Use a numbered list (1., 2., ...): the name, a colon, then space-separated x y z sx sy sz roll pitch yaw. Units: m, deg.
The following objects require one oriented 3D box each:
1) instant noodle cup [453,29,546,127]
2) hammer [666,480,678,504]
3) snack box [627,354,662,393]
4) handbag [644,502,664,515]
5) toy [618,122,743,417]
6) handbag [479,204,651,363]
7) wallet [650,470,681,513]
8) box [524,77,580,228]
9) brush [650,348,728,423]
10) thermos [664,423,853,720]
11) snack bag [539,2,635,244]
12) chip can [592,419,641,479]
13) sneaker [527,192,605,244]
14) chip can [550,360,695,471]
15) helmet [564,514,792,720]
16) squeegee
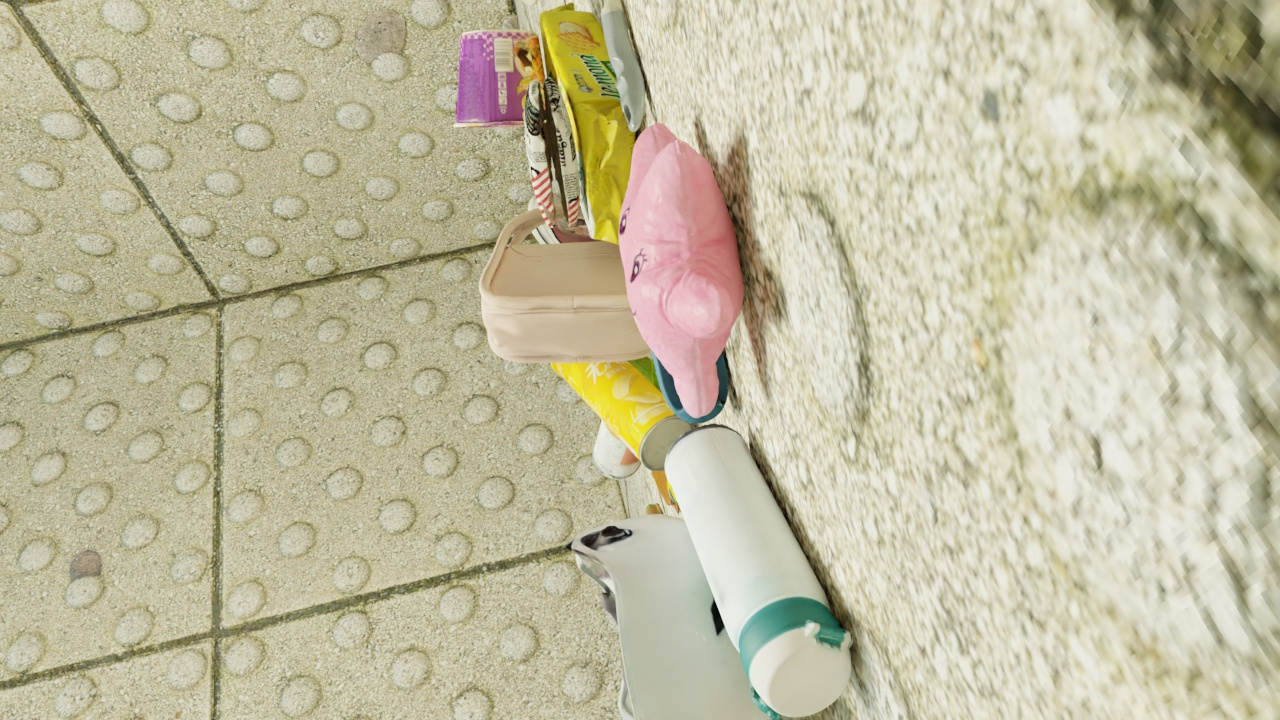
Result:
1. instant noodle cup: -0.150 -0.303 0.994 0.111 0.111 0.099 -124 31 -76
2. hammer: 0.061 0.151 0.952 0.323 0.032 0.126 149 109 -84
3. snack box: -0.007 0.007 1.130 0.086 0.026 0.157 39 158 22
4. handbag: 0.039 0.222 0.942 0.179 0.063 0.163 64 179 -9
5. toy: 0.023 -0.079 0.593 0.179 0.074 0.194 91 168 -53
6. handbag: -0.073 -0.104 1.008 0.233 0.193 0.093 -96 6 -45
7. wallet: 0.031 0.133 1.192 0.130 0.035 0.119 -121 21 -73
8. box: -0.092 -0.194 0.884 0.074 0.064 0.165 51 158 32
9. brush: 0.033 -0.022 0.713 0.073 0.055 0.144 109 148 -83
10. thermos: 0.071 0.132 0.607 0.224 0.073 0.073 -112 11 -59
11. snack bag: -0.049 -0.253 0.959 0.158 0.068 0.246 84 171 -47
12. chip can: -0.021 0.095 1.179 0.215 0.071 0.071 107 150 -69
13. sneaker: -0.063 -0.161 1.238 0.241 0.088 0.118 39 -134 -63
14. chip can: -0.025 0.037 1.025 0.213 0.072 0.072 43 151 46
15. helmet: 0.043 0.224 0.711 0.259 0.145 0.229 154 100 -80
16. squeegee: -0.032 -0.313 0.818 0.246 0.039 0.247 70 156 14
